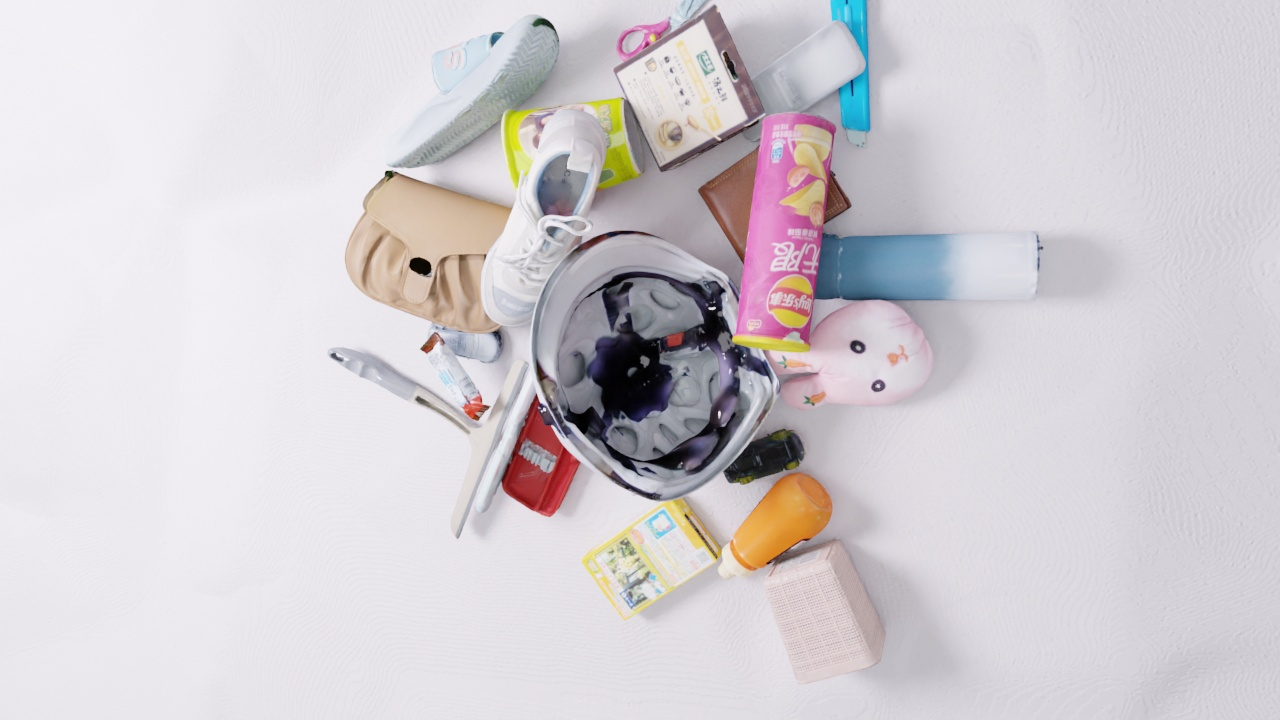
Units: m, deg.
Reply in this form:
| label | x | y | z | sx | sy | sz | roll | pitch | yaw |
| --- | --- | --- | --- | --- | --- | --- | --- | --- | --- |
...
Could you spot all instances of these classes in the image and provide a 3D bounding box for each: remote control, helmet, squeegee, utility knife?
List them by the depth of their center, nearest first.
| label | x | y | z | sx | sy | sz | roll | pitch | yaw |
| --- | --- | --- | --- | --- | --- | --- | --- | --- | --- |
| utility knife | 0.202 | -0.283 | 0.873 | 0.034 | 0.018 | 0.159 | -3 | 101 | 18 |
| remote control | 0.148 | -0.267 | 0.885 | 0.136 | 0.020 | 0.056 | -29 | 90 | 31 |
| helmet | -0.005 | 0.005 | 0.914 | 0.228 | 0.146 | 0.258 | -43 | 100 | -16 |
| squeegee | -0.265 | 0.046 | 1.082 | 0.246 | 0.039 | 0.247 | 30 | 113 | 13 |

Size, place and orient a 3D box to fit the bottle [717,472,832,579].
| label | x | y | z | sx | sy | sz | roll | pitch | yaw |
| --- | --- | --- | --- | --- | --- | --- | --- | --- | --- |
| bottle | 0.134 | 0.182 | 0.964 | 0.067 | 0.066 | 0.150 | 45 | 118 | 6 |

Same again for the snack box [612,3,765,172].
| label | x | y | z | sx | sy | sz | roll | pitch | yaw |
| --- | --- | --- | --- | --- | --- | --- | --- | --- | --- |
| snack box | 0.052 | -0.262 | 0.890 | 0.126 | 0.053 | 0.113 | -23 | 97 | 29 |

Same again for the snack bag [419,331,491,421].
| label | x | y | z | sx | sy | sz | roll | pitch | yaw |
| --- | --- | --- | --- | --- | --- | --- | --- | --- | --- |
| snack bag | -0.205 | 0.019 | 1.012 | 0.104 | 0.026 | 0.048 | 56 | 139 | 3 |

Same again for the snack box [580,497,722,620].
| label | x | y | z | sx | sy | sz | roll | pitch | yaw |
| --- | --- | --- | --- | --- | --- | --- | --- | --- | --- |
| snack box | 0.011 | 0.219 | 1.026 | 0.141 | 0.033 | 0.087 | -38 | 87 | 19 |

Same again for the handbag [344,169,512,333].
| label | x | y | z | sx | sy | sz | roll | pitch | yaw |
| --- | --- | --- | --- | --- | --- | --- | --- | --- | --- |
| handbag | -0.220 | -0.114 | 1.003 | 0.204 | 0.099 | 0.148 | 18 | 108 | 9 |

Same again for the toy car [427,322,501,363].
| label | x | y | z | sx | sy | sz | roll | pitch | yaw |
| --- | --- | --- | --- | --- | --- | --- | --- | --- | --- |
| toy car | -0.203 | -0.022 | 1.052 | 0.091 | 0.034 | 0.043 | 11 | 100 | 15 |

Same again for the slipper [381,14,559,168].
| label | x | y | z | sx | sy | sz | roll | pitch | yaw |
| --- | --- | --- | --- | --- | --- | --- | --- | --- | --- |
| slipper | -0.185 | -0.285 | 0.963 | 0.246 | 0.103 | 0.074 | -30 | 88 | 27 |

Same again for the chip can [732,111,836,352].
| label | x | y | z | sx | sy | sz | roll | pitch | yaw |
| --- | --- | --- | --- | --- | --- | --- | --- | --- | --- |
| chip can | 0.133 | -0.116 | 0.846 | 0.071 | 0.071 | 0.210 | 6 | 87 | 17 |

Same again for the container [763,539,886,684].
| label | x | y | z | sx | sy | sz | roll | pitch | yaw |
| --- | --- | --- | --- | --- | --- | --- | --- | --- | --- |
| container | 0.186 | 0.255 | 0.945 | 0.090 | 0.090 | 0.111 | -23 | 89 | 21 |

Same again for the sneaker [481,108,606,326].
| label | x | y | z | sx | sy | sz | roll | pitch | yaw |
| --- | --- | --- | --- | --- | --- | --- | --- | --- | --- |
| sneaker | -0.092 | -0.117 | 0.888 | 0.089 | 0.090 | 0.243 | 15 | 125 | -17 |

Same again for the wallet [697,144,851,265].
| label | x | y | z | sx | sy | sz | roll | pitch | yaw |
| --- | --- | --- | --- | --- | --- | --- | --- | --- | --- |
| wallet | 0.132 | -0.163 | 0.915 | 0.125 | 0.032 | 0.101 | -32 | 86 | 21 |

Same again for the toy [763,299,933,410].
| label | x | y | z | sx | sy | sz | roll | pitch | yaw |
| --- | --- | --- | --- | --- | --- | --- | --- | --- | --- |
| toy | 0.202 | 0.002 | 0.901 | 0.160 | 0.054 | 0.121 | -21 | 119 | 29 |

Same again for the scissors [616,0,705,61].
| label | x | y | z | sx | sy | sz | roll | pitch | yaw |
| --- | --- | --- | --- | --- | --- | --- | --- | --- | --- |
| scissors | 0.042 | -0.333 | 0.920 | 0.138 | 0.017 | 0.083 | -36 | 87 | 18 |

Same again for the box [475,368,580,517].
| label | x | y | z | sx | sy | sz | roll | pitch | yaw |
| --- | --- | --- | --- | --- | --- | --- | --- | --- | --- |
| box | -0.111 | 0.082 | 1.004 | 0.095 | 0.101 | 0.202 | 28 | 108 | 13 |

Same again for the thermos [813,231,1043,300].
| label | x | y | z | sx | sy | sz | roll | pitch | yaw |
| --- | --- | --- | --- | --- | --- | --- | --- | --- | --- |
| thermos | 0.257 | -0.090 | 0.867 | 0.221 | 0.070 | 0.070 | 2 | 101 | 19 |

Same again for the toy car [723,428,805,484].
| label | x | y | z | sx | sy | sz | roll | pitch | yaw |
| --- | --- | --- | --- | --- | --- | --- | --- | --- | --- |
| toy car | 0.129 | 0.099 | 0.961 | 0.091 | 0.035 | 0.042 | -20 | 95 | 20 |

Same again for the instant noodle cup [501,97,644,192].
| label | x | y | z | sx | sy | sz | roll | pitch | yaw |
| --- | --- | --- | --- | --- | --- | --- | --- | --- | --- |
| instant noodle cup | -0.063 | -0.213 | 0.934 | 0.123 | 0.111 | 0.112 | -10 | 97 | 12 |
